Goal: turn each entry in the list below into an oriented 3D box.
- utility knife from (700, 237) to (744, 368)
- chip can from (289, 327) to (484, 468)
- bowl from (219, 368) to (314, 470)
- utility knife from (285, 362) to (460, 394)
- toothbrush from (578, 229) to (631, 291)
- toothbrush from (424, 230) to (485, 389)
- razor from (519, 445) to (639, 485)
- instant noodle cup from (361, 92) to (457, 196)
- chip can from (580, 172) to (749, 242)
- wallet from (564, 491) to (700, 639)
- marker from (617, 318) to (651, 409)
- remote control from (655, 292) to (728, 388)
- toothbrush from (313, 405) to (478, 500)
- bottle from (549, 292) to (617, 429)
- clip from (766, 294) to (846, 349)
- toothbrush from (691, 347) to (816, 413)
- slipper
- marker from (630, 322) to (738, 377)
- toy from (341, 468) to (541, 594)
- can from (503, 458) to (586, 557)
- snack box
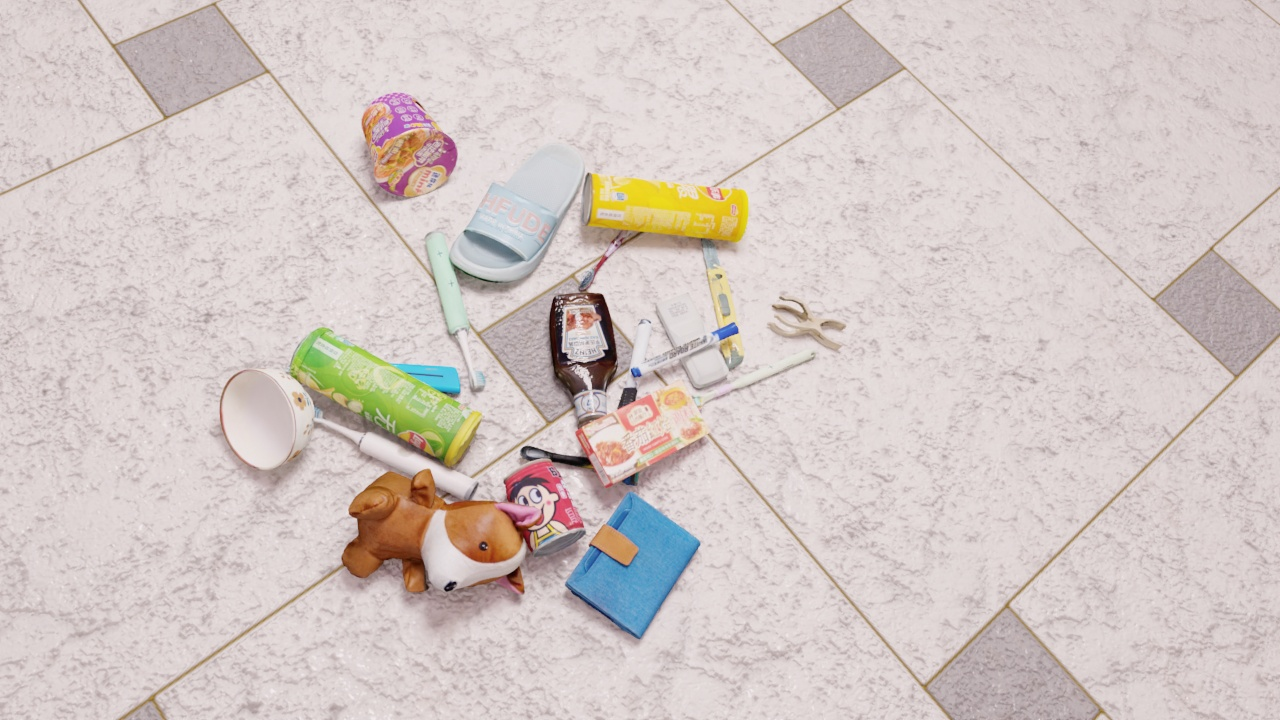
[{"bbox_3d":[0.106,-0.078,1.203,0.031,0.020,0.194,-3,61,-16],"label":"utility knife"},{"bbox_3d":[-0.291,0.040,1.049,0.221,0.073,0.072,29,65,1],"label":"chip can"},{"bbox_3d":[-0.408,0.060,1.028,0.113,0.114,0.062,42,25,12],"label":"bowl"},{"bbox_3d":[-0.318,0.016,1.097,0.206,0.018,0.034,5,65,-4],"label":"utility knife"},{"bbox_3d":[-0.029,-0.163,1.219,0.016,0.017,0.187,32,65,7],"label":"toothbrush"},{"bbox_3d":[-0.231,-0.065,1.141,0.027,0.027,0.224,-4,64,-33],"label":"toothbrush"},{"bbox_3d":[-0.071,0.119,1.079,0.142,0.022,0.042,9,70,-6],"label":"razor"},{"bbox_3d":[-0.307,-0.287,1.194,0.111,0.112,0.099,-22,62,-17],"label":"instant noodle cup"},{"bbox_3d":[0.031,-0.199,1.203,0.213,0.072,0.072,3,65,-13],"label":"chip can"},{"bbox_3d":[-0.008,0.227,1.031,0.106,0.040,0.132,35,65,4],"label":"wallet"},{"bbox_3d":[-0.007,0.007,1.144,0.022,0.018,0.130,8,64,6],"label":"marker"},{"bbox_3d":[0.066,-0.026,1.165,0.049,0.024,0.125,-21,69,-14],"label":"remote control"},{"bbox_3d":[-0.290,0.104,1.054,0.221,0.026,0.026,25,23,4],"label":"toothbrush"},{"bbox_3d":[-0.066,0.011,1.120,0.080,0.044,0.194,-4,67,-12],"label":"bottle"},{"bbox_3d":[0.212,-0.038,1.188,0.104,0.035,0.080,35,62,0],"label":"clip"},{"bbox_3d":[0.144,0.023,1.157,0.189,0.029,0.020,-23,30,-19],"label":"toothbrush"},{"bbox_3d":[-0.149,-0.199,1.189,0.104,0.074,0.244,29,63,5],"label":"slipper"},{"bbox_3d":[0.055,-0.013,1.135,0.145,0.017,0.017,-24,70,-12],"label":"marker"},{"bbox_3d":[-0.211,0.189,0.976,0.199,0.140,0.130,14,35,-6],"label":"toy"},{"bbox_3d":[-0.109,0.164,1.029,0.066,0.067,0.093,-21,69,-17],"label":"can"},{"bbox_3d":[0.004,0.084,1.078,0.152,0.026,0.075,-24,82,-32],"label":"snack box"}]
